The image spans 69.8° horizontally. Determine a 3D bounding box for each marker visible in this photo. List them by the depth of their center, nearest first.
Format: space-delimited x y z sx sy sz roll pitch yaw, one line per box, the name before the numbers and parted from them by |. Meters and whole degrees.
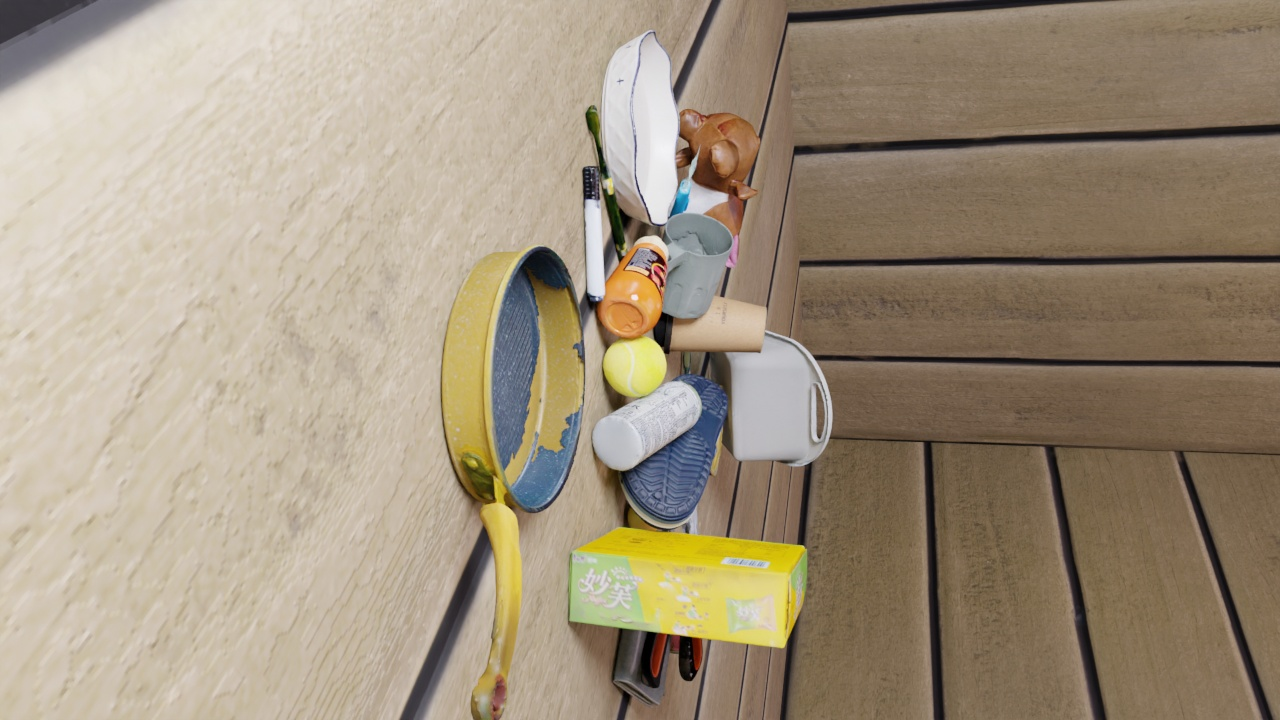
marker | -0.045 -0.123 0.893 0.022 0.018 0.131 -62 151 -79

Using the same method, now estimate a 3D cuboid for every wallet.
wallet | 0.004 0.328 1.078 0.106 0.037 0.129 57 36 -47

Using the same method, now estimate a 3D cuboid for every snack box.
snack box | 0.051 0.218 0.904 0.157 0.210 0.070 6 87 -74

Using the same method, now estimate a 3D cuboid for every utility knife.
utility knife | 0.050 -0.193 1.102 0.223 0.018 0.034 109 -2 -67

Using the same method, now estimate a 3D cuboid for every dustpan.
dustpan | 0.199 0.055 1.448 0.257 0.142 0.223 -106 -168 -74

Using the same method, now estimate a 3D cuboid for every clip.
clip | 0.059 0.192 1.089 0.025 0.036 0.058 8 77 -59

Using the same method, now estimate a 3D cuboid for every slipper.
slipper | 0.034 0.107 1.075 0.252 0.105 0.095 -61 172 -54

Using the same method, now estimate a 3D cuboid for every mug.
mug | 0.047 -0.105 1.101 0.123 0.084 0.104 -36 153 -39

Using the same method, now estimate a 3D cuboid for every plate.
plate | 0.002 -0.251 1.011 0.204 0.046 0.205 3 89 -75

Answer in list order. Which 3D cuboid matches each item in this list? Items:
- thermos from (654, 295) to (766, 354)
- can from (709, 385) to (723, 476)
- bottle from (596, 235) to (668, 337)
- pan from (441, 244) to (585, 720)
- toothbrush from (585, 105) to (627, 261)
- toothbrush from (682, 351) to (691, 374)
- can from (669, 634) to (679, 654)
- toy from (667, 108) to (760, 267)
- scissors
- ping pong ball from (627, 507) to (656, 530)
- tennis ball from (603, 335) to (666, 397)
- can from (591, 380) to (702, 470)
thermos | 0.088 -0.048 1.189 0.093 0.143 0.093 11 86 -87
can | 0.094 0.104 1.381 0.075 0.049 0.147 70 25 -54
bottle | 0.000 -0.087 0.966 0.149 0.067 0.067 -70 156 -49
pan | -0.085 0.071 0.629 0.198 0.078 0.356 76 21 -44
toothbrush | -0.033 -0.178 0.950 0.017 0.012 0.186 -89 170 -47
toothbrush | 0.068 0.005 1.343 0.018 0.016 0.191 61 31 -82
can | 0.043 0.304 1.180 0.057 0.058 0.147 -63 150 -59
toy | 0.091 -0.227 1.222 0.140 0.130 0.200 55 -21 34
scissors | 0.040 0.287 1.082 0.220 0.022 0.233 -58 139 -50
ping pong ball | 0.005 0.181 1.059 0.040 0.040 0.040 2 89 -75
tennis ball | -0.006 0.006 0.956 0.065 0.065 0.065 2 89 -75
can | 0.010 0.066 0.969 0.146 0.058 0.058 -27 118 -57
